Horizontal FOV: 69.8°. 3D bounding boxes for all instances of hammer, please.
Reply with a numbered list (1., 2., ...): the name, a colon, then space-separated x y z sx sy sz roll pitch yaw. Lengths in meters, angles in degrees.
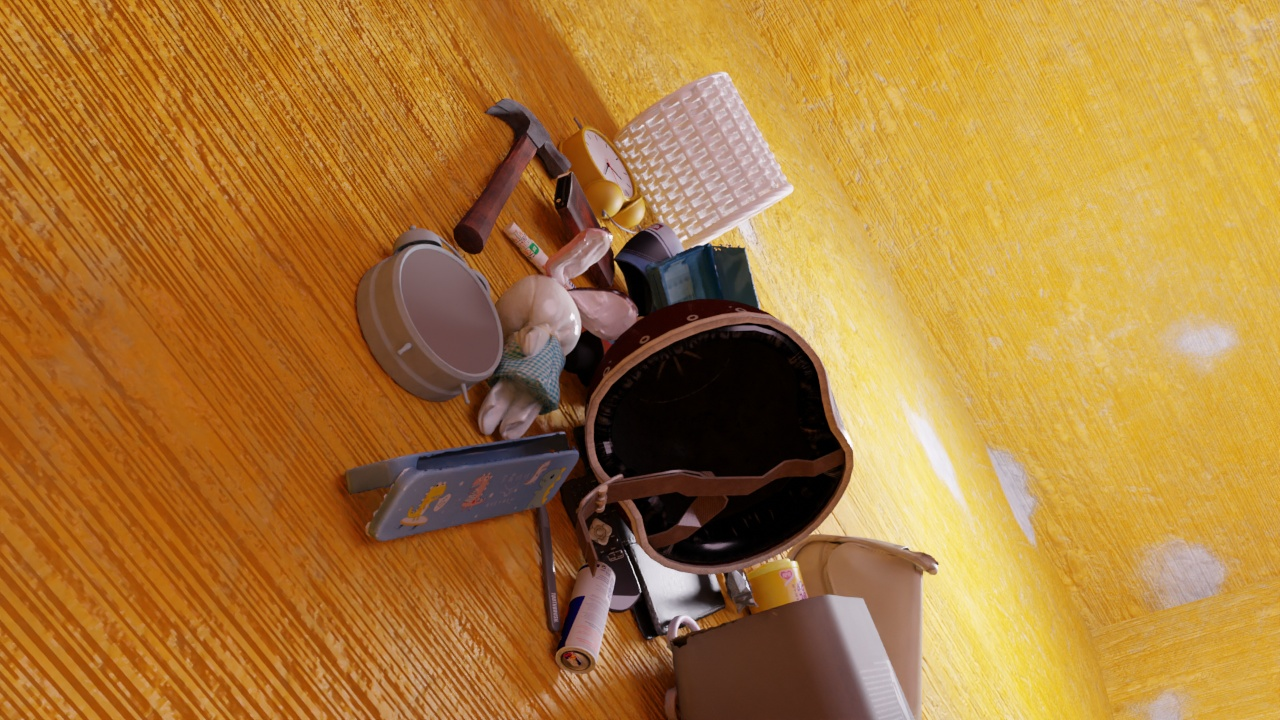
1. hammer: -0.138 -0.188 0.942 0.111 0.028 0.299 51 25 -23
2. hammer: 0.055 0.109 0.999 0.147 0.028 0.316 66 3 -64

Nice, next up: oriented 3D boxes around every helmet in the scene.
1. helmet: 0.058 0.071 0.790 0.234 0.233 0.253 65 0 -49

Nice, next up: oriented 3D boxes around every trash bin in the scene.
1. trash bin: 0.138 0.327 0.768 0.197 0.198 0.220 27 44 -57

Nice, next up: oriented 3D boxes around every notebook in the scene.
1. notebook: 0.013 0.159 0.908 0.169 0.029 0.209 7 57 -61

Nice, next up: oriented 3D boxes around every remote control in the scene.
1. remote control: -0.034 0.162 0.812 0.046 0.009 0.124 -9 73 -39

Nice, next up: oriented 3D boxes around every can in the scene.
1. can: -0.043 0.206 0.743 0.032 0.032 0.095 52 27 -23
2. can: 0.156 0.279 1.016 0.067 0.068 0.105 20 49 -56

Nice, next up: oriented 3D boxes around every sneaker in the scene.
1. sneaker: 0.031 -0.041 1.114 0.098 0.083 0.241 -37 118 -22

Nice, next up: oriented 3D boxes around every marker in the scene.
1. marker: -0.091 -0.090 0.963 0.145 0.017 0.017 47 29 -32

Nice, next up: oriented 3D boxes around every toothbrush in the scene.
1. toothbrush: -0.080 0.142 0.762 0.013 0.013 0.167 30 43 -50

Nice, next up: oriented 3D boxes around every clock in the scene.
1. clock: -0.164 -0.041 0.739 0.122 0.045 0.159 42 33 -39
2. clock: -0.046 -0.225 1.146 0.113 0.052 0.152 10 53 -60

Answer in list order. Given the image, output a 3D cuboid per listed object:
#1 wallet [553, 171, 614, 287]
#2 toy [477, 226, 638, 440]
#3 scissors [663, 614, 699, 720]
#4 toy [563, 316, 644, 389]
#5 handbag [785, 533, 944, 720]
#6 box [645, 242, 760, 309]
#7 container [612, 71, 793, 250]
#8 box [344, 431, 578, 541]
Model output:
1. wallet: -0.061 -0.146 1.035 0.072 0.019 0.123 -88 157 -46
2. toy: -0.093 -0.013 0.814 0.204 0.106 0.131 -63 146 -32
3. scissors: 0.066 0.283 0.875 0.179 0.016 0.108 16 68 -59
4. toy: -0.006 0.006 0.945 0.175 0.096 0.112 -2 66 -33
5. handbag: 0.247 0.307 1.051 0.132 0.184 0.228 30 57 -46
6. box: 0.097 -0.012 1.042 0.094 0.110 0.231 -26 109 -33
7. container: 0.086 -0.270 1.279 0.187 0.190 0.188 60 25 -3
8. box: -0.117 0.093 0.673 0.209 0.069 0.064 -2 75 -63
